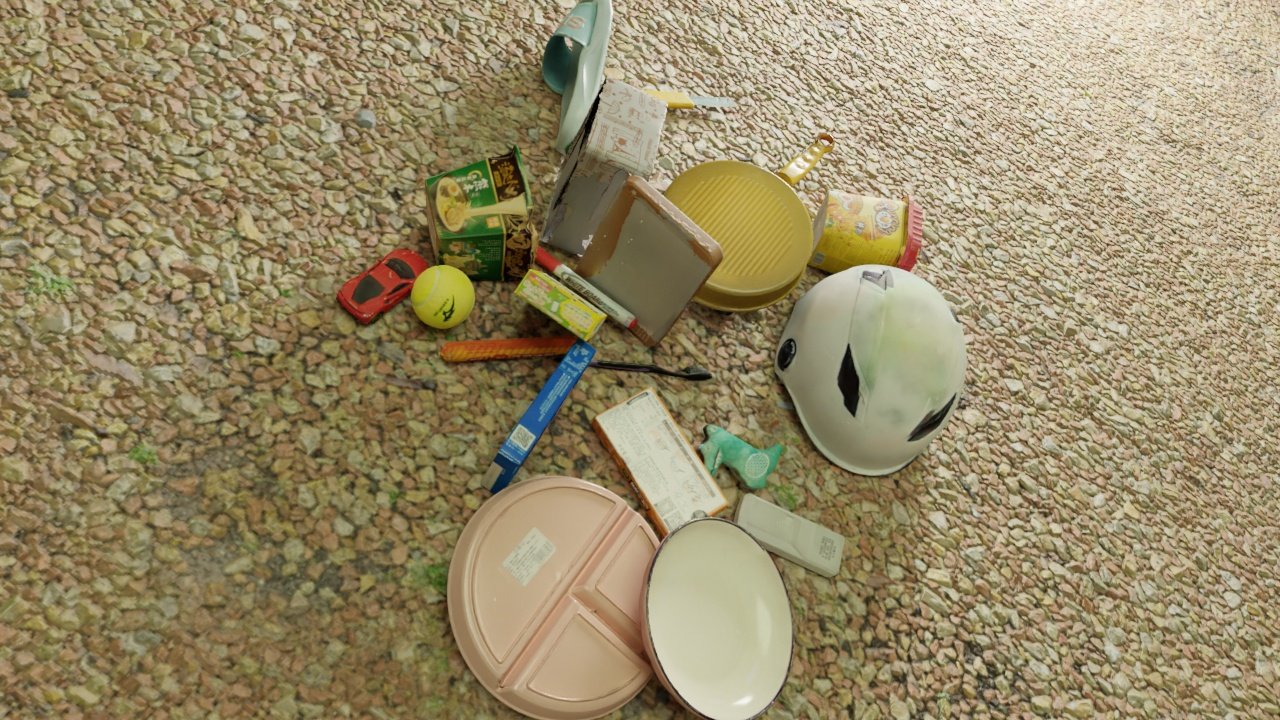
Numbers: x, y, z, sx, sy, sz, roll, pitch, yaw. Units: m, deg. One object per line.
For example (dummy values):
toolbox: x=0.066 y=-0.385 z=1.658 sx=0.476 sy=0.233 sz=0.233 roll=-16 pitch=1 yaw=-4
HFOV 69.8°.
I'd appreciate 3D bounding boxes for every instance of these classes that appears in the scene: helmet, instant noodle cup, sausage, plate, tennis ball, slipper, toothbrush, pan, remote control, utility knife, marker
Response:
helmet: x=0.291 y=-0.007 z=1.083 sx=0.229 sy=0.146 sz=0.258 roll=22 pitch=55 yaw=-10
instant noodle cup: x=0.290 y=-0.159 z=1.201 sx=0.123 sy=0.116 sz=0.116 roll=14 pitch=57 yaw=-1
sausage: x=-0.135 y=-0.013 z=0.978 sx=0.165 sy=0.022 sz=0.021 roll=-4 pitch=63 yaw=-25
plate: x=0.069 y=0.249 z=0.883 sx=0.192 sy=0.039 sz=0.192 roll=18 pitch=60 yaw=-34
tennis ball: x=-0.205 y=-0.066 z=0.952 sx=0.065 sy=0.066 sz=0.065 roll=11 pitch=58 yaw=-18
slipper: x=-0.089 y=-0.370 z=1.162 sx=0.074 sy=0.104 sz=0.245 roll=13 pitch=64 yaw=-14
plate: x=-0.065 y=0.215 z=0.855 sx=0.229 sy=0.028 sz=0.229 roll=12 pitch=62 yaw=-24
toothbrush: x=-0.006 y=0.006 z=1.029 sx=0.189 sy=0.014 sz=0.016 roll=6 pitch=52 yaw=-20
pan: x=0.157 y=-0.200 z=1.154 sx=0.198 sy=0.078 sz=0.356 roll=38 pitch=66 yaw=8
remote control: x=0.160 y=0.187 z=0.989 sx=0.125 sy=0.024 sz=0.048 roll=26 pitch=55 yaw=-8
utility knife: x=0.034 y=-0.353 z=1.253 sx=0.223 sy=0.015 sz=0.033 roll=-5 pitch=63 yaw=-23
marker: x=-0.064 y=-0.083 z=1.040 sx=0.145 sy=0.017 sz=0.017 roll=37 pitch=53 yaw=10

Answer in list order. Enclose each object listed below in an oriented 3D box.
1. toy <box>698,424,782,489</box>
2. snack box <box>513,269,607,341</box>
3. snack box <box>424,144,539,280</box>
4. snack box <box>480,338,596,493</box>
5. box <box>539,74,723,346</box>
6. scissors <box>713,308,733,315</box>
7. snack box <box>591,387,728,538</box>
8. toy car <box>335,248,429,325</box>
toy: x=0.101 y=0.110 z=1.007 sx=0.092 sy=0.030 sz=0.096 roll=32 pitch=61 yaw=3
snack box: x=-0.080 y=-0.058 z=0.966 sx=0.087 sy=0.140 sz=0.034 roll=34 pitch=91 yaw=-2
snack box: x=-0.176 y=-0.152 z=0.994 sx=0.105 sy=0.118 sz=0.117 roll=-9 pitch=66 yaw=-17
snack box: x=-0.101 y=0.055 z=0.914 sx=0.026 sy=0.085 sz=0.156 roll=34 pitch=54 yaw=-2
box: x=-0.023 y=-0.163 z=1.019 sx=0.136 sy=0.180 sz=0.269 roll=-8 pitch=65 yaw=-29
scissors: x=0.088 y=-0.127 z=1.147 sx=0.164 sy=0.014 sz=0.163 roll=23 pitch=54 yaw=-9
snack box: x=0.019 y=0.108 z=0.965 sx=0.075 sy=0.026 sz=0.153 roll=-28 pitch=74 yaw=-22
toy car: x=-0.265 y=-0.082 z=0.958 sx=0.049 sy=0.031 sz=0.106 roll=43 pitch=52 yaw=3
